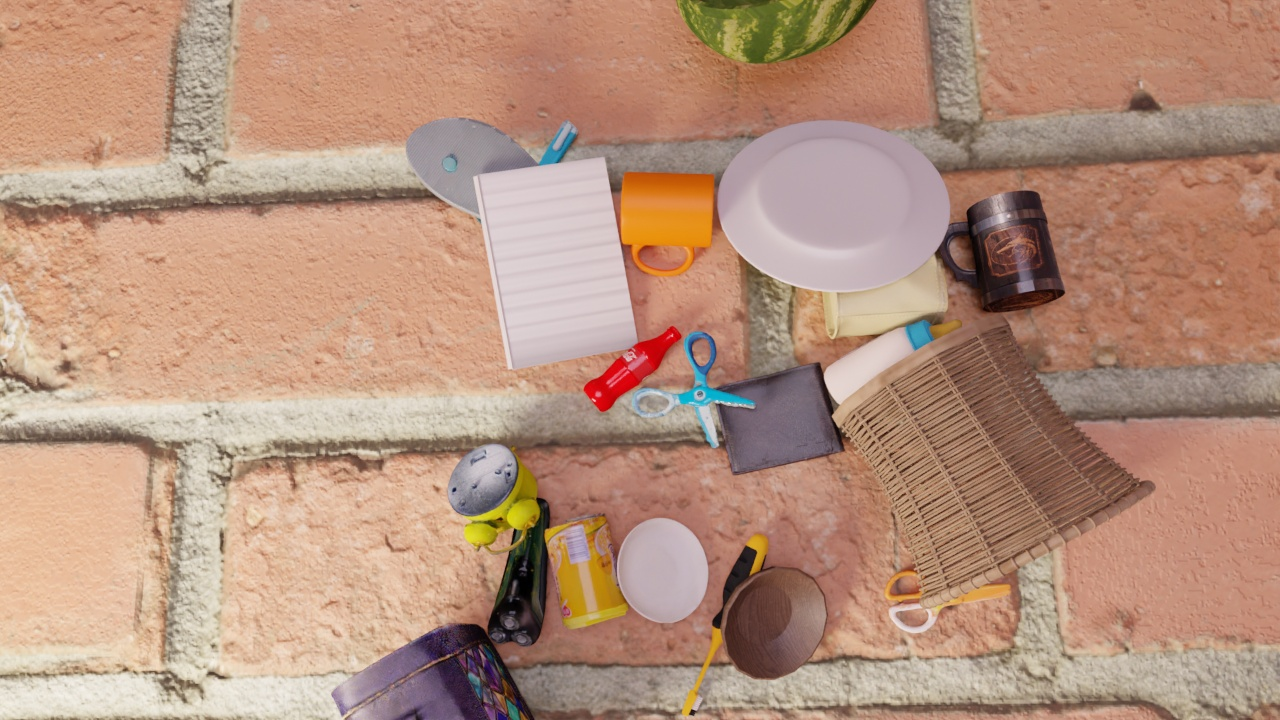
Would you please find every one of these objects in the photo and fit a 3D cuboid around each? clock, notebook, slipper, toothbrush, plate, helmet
[{"bbox_3d":[-0.148,0.142,0.935,0.083,0.057,0.119,-26,50,9],"label":"clock"},{"bbox_3d":[-0.090,-0.105,0.987,0.142,0.009,0.209,-10,91,-10],"label":"notebook"},{"bbox_3d":[-0.132,-0.175,1.012,0.269,0.055,0.098,34,86,-6],"label":"slipper"},{"bbox_3d":[0.085,0.268,0.932,0.031,0.031,0.196,27,85,-24],"label":"toothbrush"},{"bbox_3d":[0.018,0.214,0.934,0.104,0.026,0.104,10,69,-26],"label":"plate"},{"bbox_3d":[0.203,-0.173,0.968,0.242,0.016,0.242,-2,57,3],"label":"plate"},{"bbox_3d":[0.155,-0.435,0.955,0.242,0.248,0.213,-19,54,-42],"label":"helmet"}]

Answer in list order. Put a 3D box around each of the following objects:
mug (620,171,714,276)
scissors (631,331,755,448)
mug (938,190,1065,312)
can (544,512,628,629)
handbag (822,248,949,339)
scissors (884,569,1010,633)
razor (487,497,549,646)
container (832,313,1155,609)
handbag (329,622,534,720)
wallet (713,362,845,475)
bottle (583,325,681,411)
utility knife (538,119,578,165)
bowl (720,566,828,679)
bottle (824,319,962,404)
[{"bbox_3d":[0.030,-0.146,0.996,0.096,0.077,0.113,2,107,4],"label":"mug"},{"bbox_3d":[0.060,0.026,0.975,0.134,0.011,0.137,8,71,22],"label":"scissors"},{"bbox_3d":[0.374,-0.109,0.967,0.116,0.080,0.107,-14,76,28],"label":"mug"},{"bbox_3d":[-0.055,0.213,0.930,0.067,0.068,0.105,-14,78,1],"label":"can"},{"bbox_3d":[0.254,-0.082,0.964,0.119,0.081,0.111,-4,72,4],"label":"handbag"},{"bbox_3d":[0.313,0.242,0.929,0.128,0.013,0.064,-5,80,4],"label":"scissors"},{"bbox_3d":[-0.118,0.213,0.937,0.054,0.067,0.151,8,72,2],"label":"razor"},{"bbox_3d":[0.313,0.090,0.857,0.227,0.227,0.196,-28,72,-2],"label":"container"},{"bbox_3d":[-0.170,0.356,0.831,0.125,0.222,0.205,-30,80,-3],"label":"handbag"},{"bbox_3d":[0.144,0.062,0.968,0.120,0.031,0.099,-14,76,3],"label":"wallet"},{"bbox_3d":[-0.006,0.006,0.982,0.119,0.036,0.036,-39,79,-5],"label":"bottle"},{"bbox_3d":[-0.125,-0.195,1.038,0.022,0.015,0.181,31,84,13],"label":"utility knife"},{"bbox_3d":[0.128,0.257,0.914,0.117,0.030,0.118,-3,99,-20],"label":"bowl"},{"bbox_3d":[0.259,-0.004,0.932,0.146,0.051,0.051,-32,77,27],"label":"bottle"}]
